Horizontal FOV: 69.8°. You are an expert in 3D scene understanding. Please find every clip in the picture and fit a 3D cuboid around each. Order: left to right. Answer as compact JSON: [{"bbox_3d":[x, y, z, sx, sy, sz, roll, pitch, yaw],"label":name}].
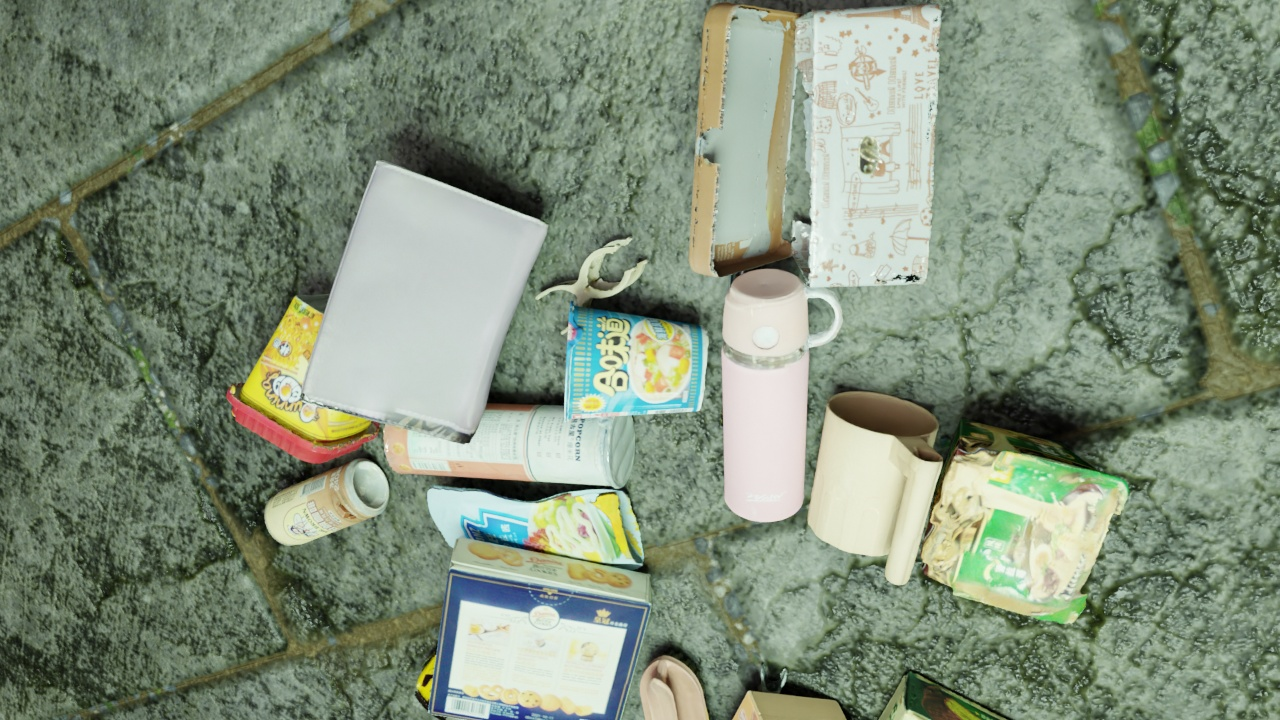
[{"bbox_3d":[-0.035,-0.056,0.766,0.076,0.034,0.104,45,119,1],"label":"clip"},{"bbox_3d":[0.120,0.304,0.834,0.028,0.024,0.056,8,102,12],"label":"clip"}]

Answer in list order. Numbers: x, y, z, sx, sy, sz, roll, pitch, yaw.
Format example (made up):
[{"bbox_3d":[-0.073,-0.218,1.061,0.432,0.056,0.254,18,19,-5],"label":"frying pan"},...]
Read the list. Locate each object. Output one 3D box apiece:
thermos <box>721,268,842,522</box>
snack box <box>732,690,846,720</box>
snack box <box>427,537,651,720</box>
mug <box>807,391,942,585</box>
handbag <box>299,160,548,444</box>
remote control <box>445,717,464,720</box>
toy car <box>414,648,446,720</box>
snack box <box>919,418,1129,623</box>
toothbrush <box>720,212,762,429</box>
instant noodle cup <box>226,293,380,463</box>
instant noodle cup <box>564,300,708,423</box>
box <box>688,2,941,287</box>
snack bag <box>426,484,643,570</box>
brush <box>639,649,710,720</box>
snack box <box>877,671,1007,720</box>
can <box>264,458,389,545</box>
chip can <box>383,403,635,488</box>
[{"bbox_3d":[0.106,0.029,0.705,0.087,0.067,0.199,1,121,5],"label":"thermos"},{"bbox_3d":[0.128,0.352,0.796,0.092,0.077,0.094,14,114,-19],"label":"snack box"},{"bbox_3d":[-0.094,0.261,0.843,0.178,0.045,0.183,12,116,-4],"label":"snack box"},{"bbox_3d":[0.182,0.094,0.695,0.084,0.124,0.104,2,111,-13],"label":"mug"},{"bbox_3d":[-0.174,-0.045,0.747,0.145,0.098,0.197,19,92,-10],"label":"handbag"},{"bbox_3d":[-0.147,0.406,0.933,0.056,0.019,0.135,-17,116,17],"label":"remote control"},{"bbox_3d":[-0.170,0.297,0.915,0.071,0.041,0.156,38,113,3],"label":"toy car"},{"bbox_3d":[0.272,0.104,0.675,0.117,0.105,0.118,15,112,9],"label":"snack box"},{"bbox_3d":[0.081,-0.039,0.738,0.027,0.026,0.213,25,119,47],"label":"toothbrush"},{"bbox_3d":[-0.287,0.011,0.832,0.116,0.116,0.124,29,101,8],"label":"instant noodle cup"},{"bbox_3d":[-0.004,0.004,0.736,0.110,0.099,0.099,4,108,-3],"label":"instant noodle cup"},{"bbox_3d":[0.106,-0.150,0.631,0.158,0.148,0.182,-1,107,2],"label":"box"},{"bbox_3d":[-0.098,0.157,0.843,0.191,0.038,0.110,-5,132,18],"label":"snack bag"},{"bbox_3d":[0.035,0.340,0.845,0.063,0.072,0.146,-7,102,21],"label":"brush"},{"bbox_3d":[0.309,0.371,0.769,0.240,0.063,0.115,26,113,9],"label":"snack box"},{"bbox_3d":[-0.307,0.140,0.900,0.116,0.058,0.058,-23,98,23],"label":"can"},{"bbox_3d":[-0.117,0.072,0.810,0.215,0.071,0.071,1,107,18],"label":"chip can"}]
